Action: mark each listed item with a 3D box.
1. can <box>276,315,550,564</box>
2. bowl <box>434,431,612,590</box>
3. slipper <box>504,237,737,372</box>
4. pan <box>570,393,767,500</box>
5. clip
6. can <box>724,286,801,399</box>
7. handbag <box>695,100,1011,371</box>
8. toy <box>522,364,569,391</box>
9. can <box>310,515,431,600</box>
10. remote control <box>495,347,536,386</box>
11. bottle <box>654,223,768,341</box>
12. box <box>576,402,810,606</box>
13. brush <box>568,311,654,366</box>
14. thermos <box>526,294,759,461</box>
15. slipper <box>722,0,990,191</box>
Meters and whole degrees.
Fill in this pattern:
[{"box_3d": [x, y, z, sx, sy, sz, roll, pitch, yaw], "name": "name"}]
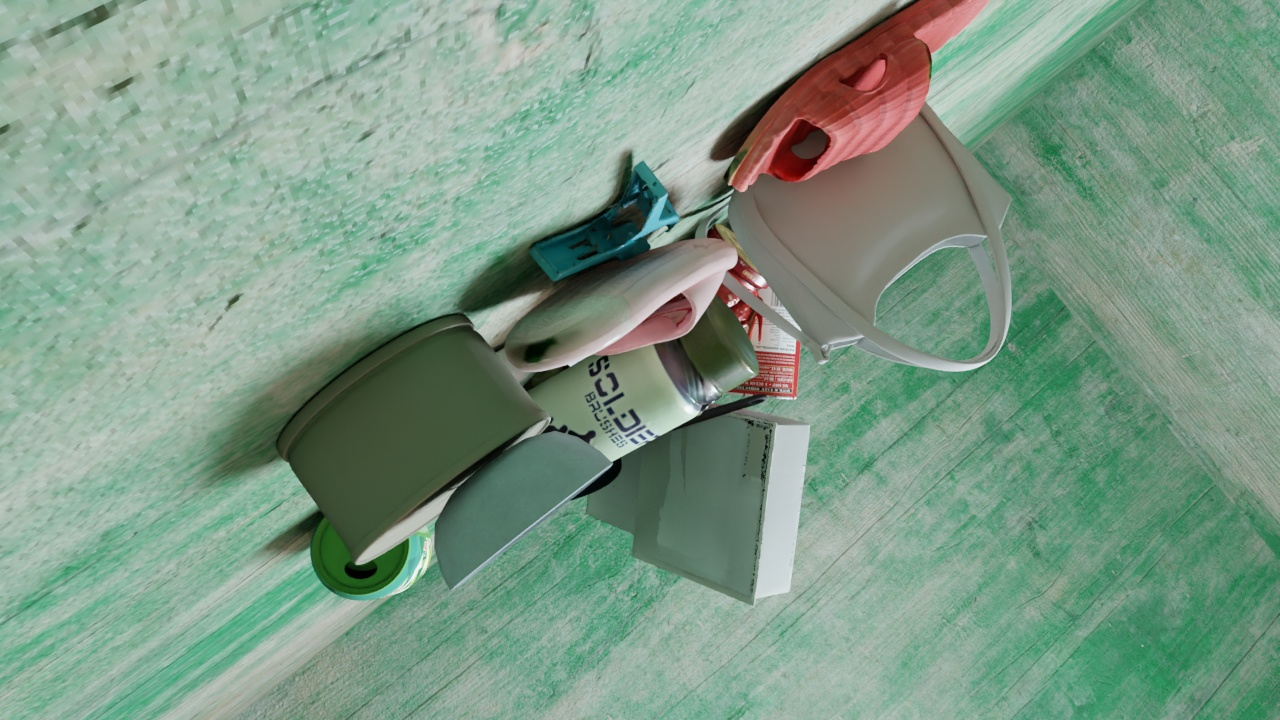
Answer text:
[{"box_3d": [-0.121, 0.042, 0.499, 0.127, 0.073, 0.128, -38, 175, -4], "name": "can"}, {"box_3d": [-0.068, 0.072, 0.484, 0.106, 0.039, 0.106, -38, 175, -4], "name": "bowl"}, {"box_3d": [-0.003, -0.035, 0.572, 0.107, 0.056, 0.221, -13, -169, 29], "name": "slipper"}, {"box_3d": [-0.048, 0.083, 0.856, 0.357, 0.021, 0.198, -19, 153, 22], "name": "pan"}, {"box_3d": [0.000, -0.082, 0.513, 0.102, 0.027, 0.119, -33, 178, 14], "name": "clip"}, {"box_3d": [0.109, -0.025, 0.863, 0.086, 0.116, 0.086, 4, -179, 0], "name": "can"}, {"box_3d": [0.178, -0.078, 0.694, 0.215, 0.222, 0.095, -38, 174, -5], "name": "handbag"}, {"box_3d": [-0.057, 0.013, 0.785, 0.100, 0.062, 0.076, -24, -148, 1], "name": "toy"}, {"box_3d": [-0.223, 0.157, 0.770, 0.083, 0.083, 0.144, -37, 175, -13], "name": "can"}, {"box_3d": [-0.117, 0.025, 0.634, 0.114, 0.028, 0.060, -37, 178, -38], "name": "remote control"}, {"box_3d": [0.057, -0.050, 0.788, 0.111, 0.099, 0.098, -45, 173, 18], "name": "bottle"}, {"box_3d": [0.021, 0.115, 0.954, 0.098, 0.166, 0.369, 5, -176, -36], "name": "box"}, {"box_3d": [-0.004, 0.004, 0.739, 0.075, 0.055, 0.136, -21, 140, 18], "name": "brush"}, {"box_3d": [-0.026, 0.036, 0.661, 0.232, 0.082, 0.082, -30, 177, 13], "name": "thermos"}, {"box_3d": [0.155, -0.174, 0.605, 0.248, 0.059, 0.104, -38, 175, -19], "name": "slipper"}]
